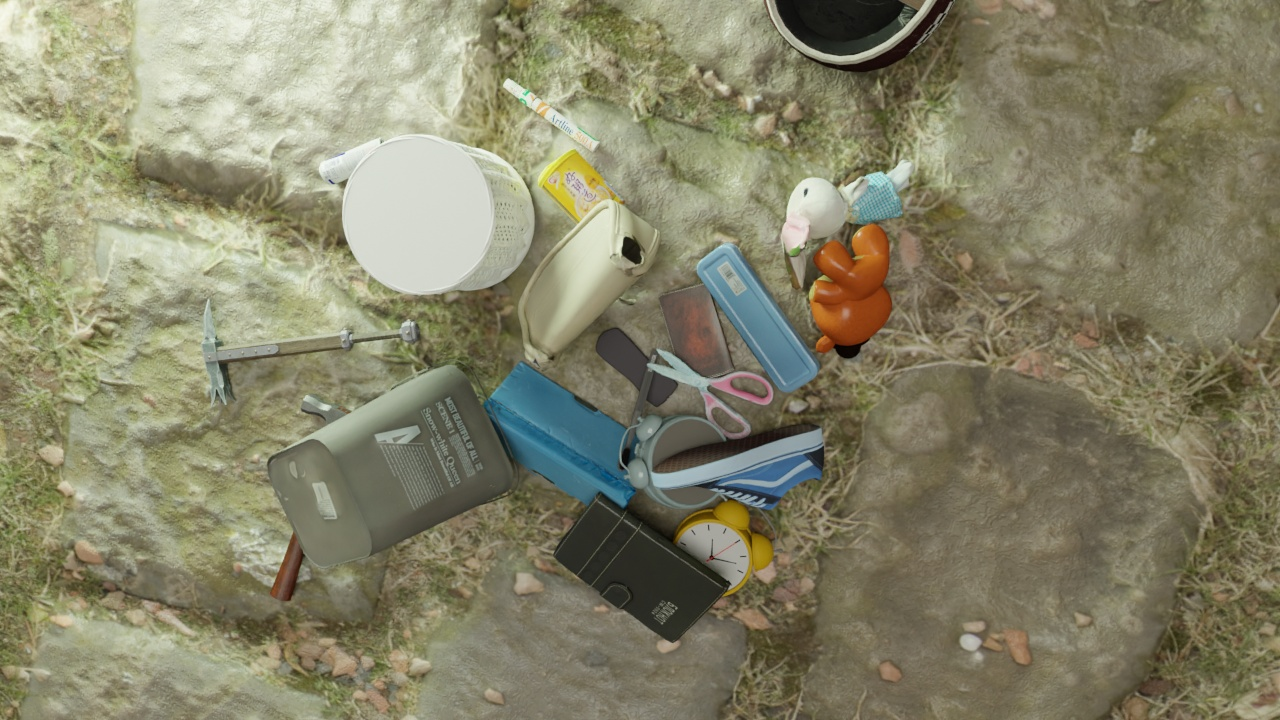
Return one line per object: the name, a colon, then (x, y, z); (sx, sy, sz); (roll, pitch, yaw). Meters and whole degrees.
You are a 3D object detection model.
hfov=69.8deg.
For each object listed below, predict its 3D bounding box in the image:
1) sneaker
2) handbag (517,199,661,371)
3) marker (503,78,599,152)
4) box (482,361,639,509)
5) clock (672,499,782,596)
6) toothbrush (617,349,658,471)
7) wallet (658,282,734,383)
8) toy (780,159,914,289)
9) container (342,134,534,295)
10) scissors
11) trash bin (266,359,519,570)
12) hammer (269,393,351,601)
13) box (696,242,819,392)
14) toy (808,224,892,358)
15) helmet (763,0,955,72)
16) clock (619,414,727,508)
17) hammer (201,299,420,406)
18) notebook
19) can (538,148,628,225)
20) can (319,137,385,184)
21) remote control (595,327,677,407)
sneaker: (0.132, 0.151, 1.154); (0.240, 0.083, 0.098); (-11, 98, -23)
handbag: (-0.048, -0.082, 1.114); (0.132, 0.183, 0.230); (30, 126, -17)
marker: (-0.116, -0.320, 1.195); (0.145, 0.017, 0.017); (36, 100, 1)
box: (-0.097, 0.105, 1.238); (0.231, 0.094, 0.109); (32, 60, 4)
clock: (0.108, 0.252, 1.227); (0.152, 0.052, 0.113); (-35, 92, 14)
toothbrush: (-0.002, 0.064, 1.200); (0.013, 0.013, 0.167); (18, 76, -6)
wallet: (0.073, -0.036, 1.208); (0.072, 0.019, 0.123); (-16, 95, 9)
toy: (0.245, -0.197, 1.132); (0.205, 0.131, 0.105); (-34, 71, -2)
container: (-0.245, -0.178, 1.143); (0.189, 0.186, 0.189); (1, 98, 7)
scissors: (0.079, 0.047, 1.205); (0.179, 0.016, 0.108); (18, 112, -5)
trash bin: (-0.312, 0.135, 1.143); (0.198, 0.219, 0.197); (-21, 94, 39)
hammer: (-0.467, 0.206, 1.304); (0.111, 0.028, 0.301); (23, 100, 5)
box: (0.154, -0.057, 1.186); (0.069, 0.063, 0.210); (-35, 90, 27)
toy: (0.259, -0.076, 1.125); (0.112, 0.096, 0.176); (-23, 122, -21)
helmet: (0.239, -0.445, 1.012); (0.233, 0.252, 0.234); (32, 125, 7)
clock: (0.046, 0.128, 1.186); (0.159, 0.045, 0.122); (17, 79, -22)
hammer: (-0.458, -0.027, 1.271); (0.317, 0.028, 0.147); (-6, 97, 8)
notebook: (-0.006, 0.280, 1.221); (0.209, 0.029, 0.170); (36, 131, 3)
can: (-0.074, -0.214, 1.178); (0.068, 0.067, 0.105); (-44, 91, 10)
can: (-0.381, -0.266, 1.227); (0.095, 0.032, 0.032); (-20, 95, 9)
remote control: (-0.007, 0.007, 1.228); (0.124, 0.009, 0.046); (43, 100, 0)
